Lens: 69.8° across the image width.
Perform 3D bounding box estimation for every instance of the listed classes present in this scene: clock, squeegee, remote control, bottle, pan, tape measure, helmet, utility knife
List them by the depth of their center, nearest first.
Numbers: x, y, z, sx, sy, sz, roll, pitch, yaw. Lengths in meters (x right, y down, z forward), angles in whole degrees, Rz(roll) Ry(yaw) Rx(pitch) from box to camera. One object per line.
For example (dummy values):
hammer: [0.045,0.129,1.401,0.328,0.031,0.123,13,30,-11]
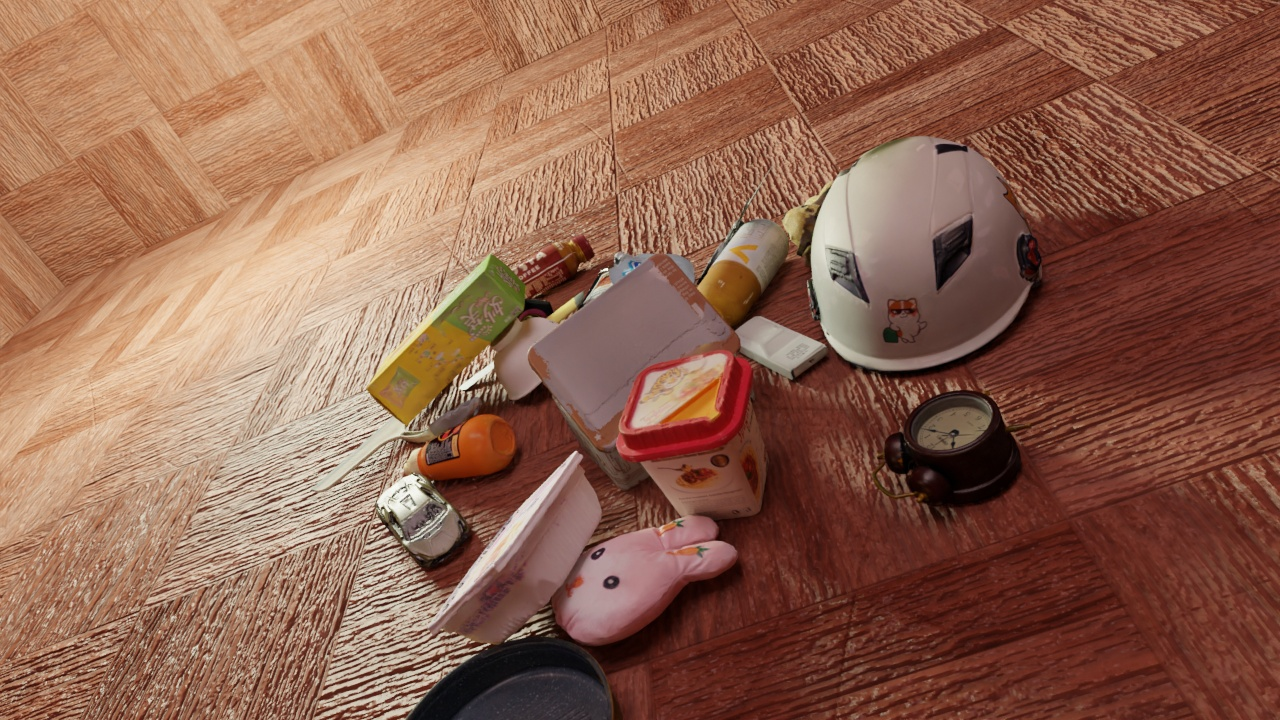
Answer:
pan: [-0.176,0.328,0.658,0.357,0.078,0.198,-34,30,-10]
clock: [0.243,0.074,0.729,0.122,0.055,0.082,-30,30,0]
helmet: [0.269,-0.130,0.920,0.231,0.157,0.273,-10,35,30]
remote control: [0.144,-0.017,0.982,0.049,0.024,0.125,-36,31,-13]
bottle: [-0.215,0.108,1.054,0.150,0.067,0.066,-19,30,28]
bottle: [0.113,-0.094,1.082,0.068,0.068,0.189,0,40,39]
squeegee: [-0.255,0.080,1.126,0.247,0.039,0.245,-17,23,47]
bottle: [-0.050,-0.057,1.186,0.080,0.044,0.194,-14,33,32]
utility knife: [-0.160,-0.023,1.219,0.216,0.022,0.031,-32,29,7]
tape measure: [-0.144,-0.055,1.245,0.057,0.058,0.039,3,24,-11]
bottle: [-0.152,-0.128,1.365,0.175,0.057,0.057,-31,30,-6]

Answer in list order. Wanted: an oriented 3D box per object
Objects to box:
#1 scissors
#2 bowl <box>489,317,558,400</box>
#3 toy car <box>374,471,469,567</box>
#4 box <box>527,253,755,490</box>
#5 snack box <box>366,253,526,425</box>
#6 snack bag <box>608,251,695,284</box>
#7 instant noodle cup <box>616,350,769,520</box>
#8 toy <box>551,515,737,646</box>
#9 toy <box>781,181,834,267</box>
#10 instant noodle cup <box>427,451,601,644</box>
scissors: [0.117,-0.166,1.153,0.159,0.014,0.179,-58,-4,-8]
bowl: [-0.147,-0.016,1.144,0.118,0.064,0.118,-41,21,19]
toy car: [-0.237,0.170,0.994,0.070,0.042,0.158,-40,34,-19]
box: [-0.006,0.004,0.922,0.182,0.174,0.152,-35,29,-12]
snack box: [-0.240,-0.032,1.161,0.210,0.070,0.157,-44,15,6]
snack bag: [0.013,-0.080,1.142,0.110,0.039,0.190,-1,39,4]
instant noodle cup: [0.056,0.073,0.816,0.117,0.124,0.116,-13,34,25]
toy: [0.000,0.179,0.772,0.159,0.054,0.121,-26,21,-9]
toy: [0.205,-0.166,1.090,0.066,0.105,0.157,22,19,7]
instant noodle cup: [-0.098,0.171,0.800,0.138,0.060,0.173,-46,3,29]
